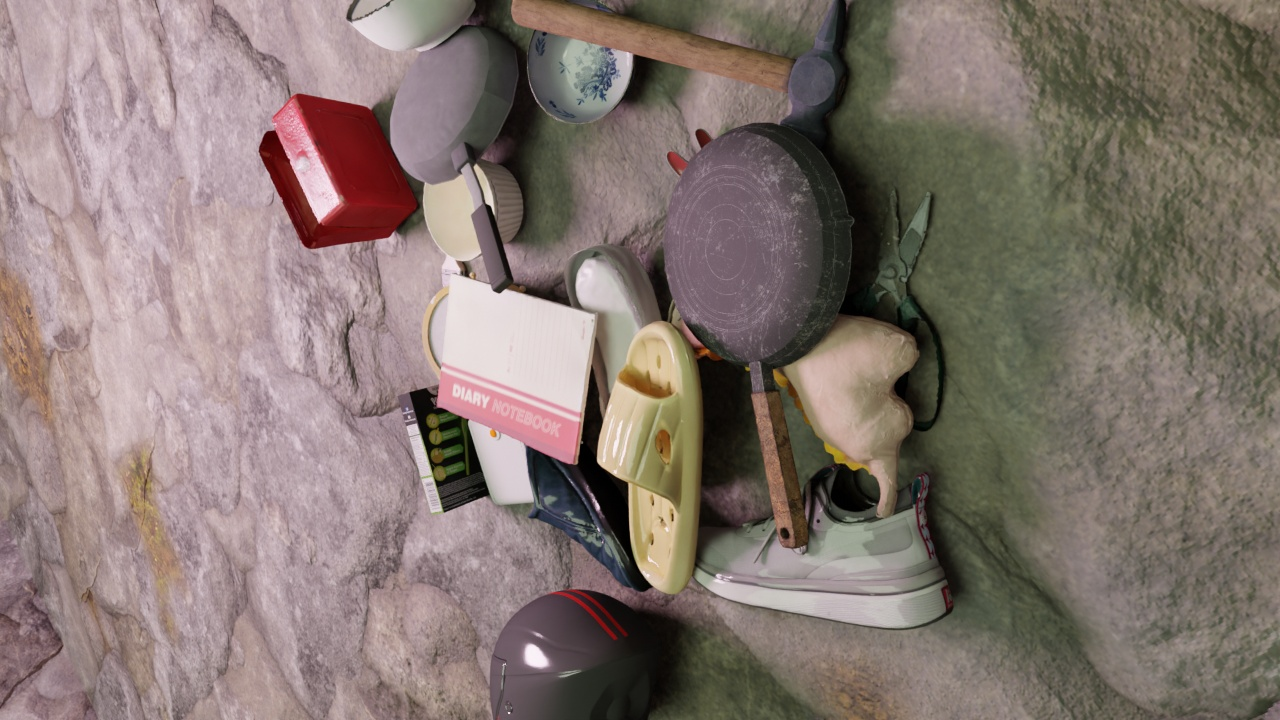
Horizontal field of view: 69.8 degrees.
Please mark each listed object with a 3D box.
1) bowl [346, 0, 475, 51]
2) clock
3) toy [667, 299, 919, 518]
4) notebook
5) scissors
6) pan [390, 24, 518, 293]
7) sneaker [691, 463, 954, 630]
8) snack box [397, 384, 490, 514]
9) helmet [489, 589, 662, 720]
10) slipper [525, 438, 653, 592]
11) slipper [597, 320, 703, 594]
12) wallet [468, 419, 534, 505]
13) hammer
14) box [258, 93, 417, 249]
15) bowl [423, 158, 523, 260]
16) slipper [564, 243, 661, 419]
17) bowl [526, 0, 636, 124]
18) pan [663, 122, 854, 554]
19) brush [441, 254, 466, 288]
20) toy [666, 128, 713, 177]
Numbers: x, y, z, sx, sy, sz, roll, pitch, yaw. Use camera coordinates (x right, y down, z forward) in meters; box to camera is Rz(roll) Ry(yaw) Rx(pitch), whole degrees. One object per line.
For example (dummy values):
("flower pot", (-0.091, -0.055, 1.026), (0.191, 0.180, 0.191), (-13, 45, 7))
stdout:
("bowl", (-0.226, -0.380, 0.960), (0.154, 0.153, 0.073), (-4, 141, 40))
("clock", (-0.175, -0.014, 1.030), (0.117, 0.081, 0.159), (17, 104, 26))
("toy", (0.118, 0.013, 0.797), (0.265, 0.065, 0.196), (11, 101, 45))
("notebook", (-0.131, 0.004, 0.934), (0.209, 0.012, 0.153), (18, 105, 37))
("scissors", (0.217, -0.035, 0.747), (0.142, 0.015, 0.210), (37, 123, 30))
("pan", (-0.179, -0.206, 0.919), (0.179, 0.041, 0.356), (-38, 53, 24))
("sneaker", (0.143, 0.153, 0.814), (0.264, 0.096, 0.128), (-2, 88, 41))
("snack box", (-0.235, 0.103, 1.111), (0.025, 0.080, 0.147), (-15, 91, 41))
("helmet", (-0.077, 0.335, 0.986), (0.266, 0.164, 0.169), (-36, 66, 49))
("slipper", (-0.079, 0.142, 0.963), (0.083, 0.109, 0.265), (-39, 68, 5))
("slipper", (-0.001, 0.093, 0.823), (0.111, 0.079, 0.262), (30, 126, 59))
("wallet", (-0.140, 0.108, 1.064), (0.116, 0.037, 0.118), (-12, 97, 41))
("hammer", (0.023, -0.276, 0.797), (0.322, 0.040, 0.129), (22, 111, 21))
("box", (-0.357, -0.229, 1.099), (0.113, 0.134, 0.157), (-39, 76, 40))
("bowl", (-0.177, -0.170, 1.007), (0.115, 0.062, 0.115), (11, 108, 37))
("slipper", (-0.005, 0.005, 0.901), (0.112, 0.074, 0.247), (-10, 100, 50))
("bowl", (-0.048, -0.283, 0.876), (0.114, 0.045, 0.114), (6, 105, 25))
("pan", (0.094, -0.015, 0.750), (0.208, 0.040, 0.357), (-10, 87, 53))
("brush", (-0.222, -0.106, 1.093), (0.039, 0.012, 0.151), (11, 107, 37))
("toy", (0.071, -0.153, 0.828), (0.049, 0.030, 0.111), (-36, 79, 10))
